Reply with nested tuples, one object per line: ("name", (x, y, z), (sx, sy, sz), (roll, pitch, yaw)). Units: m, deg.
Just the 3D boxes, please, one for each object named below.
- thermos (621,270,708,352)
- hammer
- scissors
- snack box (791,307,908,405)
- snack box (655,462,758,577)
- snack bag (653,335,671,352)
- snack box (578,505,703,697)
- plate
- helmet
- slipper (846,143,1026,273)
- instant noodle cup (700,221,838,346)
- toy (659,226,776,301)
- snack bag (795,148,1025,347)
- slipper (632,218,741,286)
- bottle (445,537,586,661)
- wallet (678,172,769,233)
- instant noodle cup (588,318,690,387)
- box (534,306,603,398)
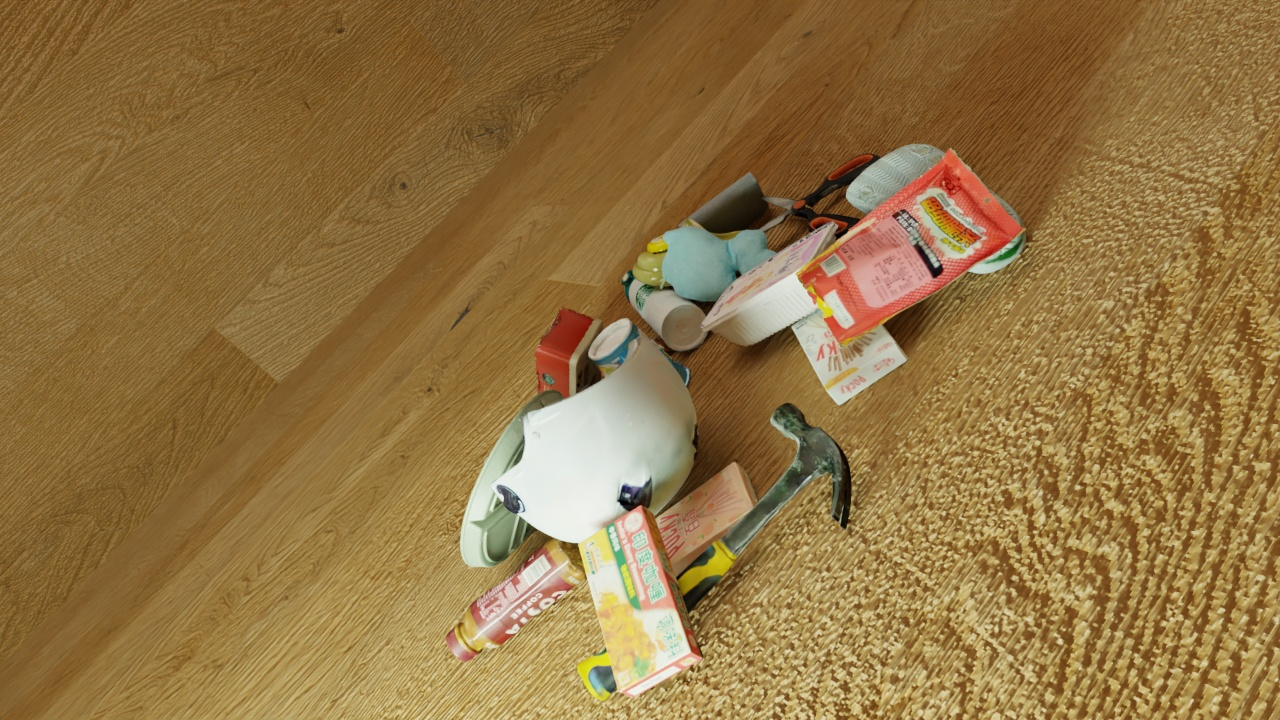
("thermos", (0.028, -0.080, 1.310), (0.073, 0.073, 0.224), (-42, 25, 1))
("hammer", (0.066, 0.190, 0.846), (0.323, 0.032, 0.126), (-46, 45, 3))
("scissors", (0.235, -0.205, 1.241), (0.230, 0.022, 0.220), (-31, 31, 6))
("snack box", (0.221, -0.021, 0.990), (0.085, 0.027, 0.156), (-36, 25, 13))
("snack box", (0.049, 0.176, 0.927), (0.157, 0.026, 0.084), (-37, 25, 11))
("snack bag", (0.000, 0.006, 1.273), (0.104, 0.026, 0.048), (-42, 33, 1))
("snack box", (-0.003, 0.217, 0.839), (0.077, 0.027, 0.155), (-34, 47, 14))
("plate", (-0.139, 0.144, 1.090), (0.027, 0.231, 0.229), (25, 60, 15))
("helmet", (-0.028, 0.108, 0.981), (0.228, 0.146, 0.259), (-36, -18, -40))
("slipper", (0.328, -0.163, 1.010), (0.104, 0.074, 0.245), (-43, 41, 4))
("instant noodle cup", (0.166, -0.082, 1.095), (0.174, 0.060, 0.137), (-29, 14, 38))
("toy", (0.101, -0.126, 1.220), (0.156, 0.161, 0.050), (-33, -20, -1))
("snack bag", (0.266, -0.110, 0.933), (0.208, 0.073, 0.128), (-36, 55, 15))
("slipper", (0.076, -0.163, 1.300), (0.190, 0.082, 0.091), (-16, 20, -12))
("bottle", (-0.139, 0.267, 1.021), (0.175, 0.057, 0.057), (-39, 25, 7))
("wallet", (0.125, -0.216, 1.367), (0.130, 0.106, 0.037), (-37, 65, 6))
("instant noodle cup", (-0.007, 0.007, 1.181), (0.099, 0.110, 0.099), (-34, 26, 19))
("box", (-0.103, 0.007, 1.251), (0.169, 0.078, 0.091), (97, -162, -54))
